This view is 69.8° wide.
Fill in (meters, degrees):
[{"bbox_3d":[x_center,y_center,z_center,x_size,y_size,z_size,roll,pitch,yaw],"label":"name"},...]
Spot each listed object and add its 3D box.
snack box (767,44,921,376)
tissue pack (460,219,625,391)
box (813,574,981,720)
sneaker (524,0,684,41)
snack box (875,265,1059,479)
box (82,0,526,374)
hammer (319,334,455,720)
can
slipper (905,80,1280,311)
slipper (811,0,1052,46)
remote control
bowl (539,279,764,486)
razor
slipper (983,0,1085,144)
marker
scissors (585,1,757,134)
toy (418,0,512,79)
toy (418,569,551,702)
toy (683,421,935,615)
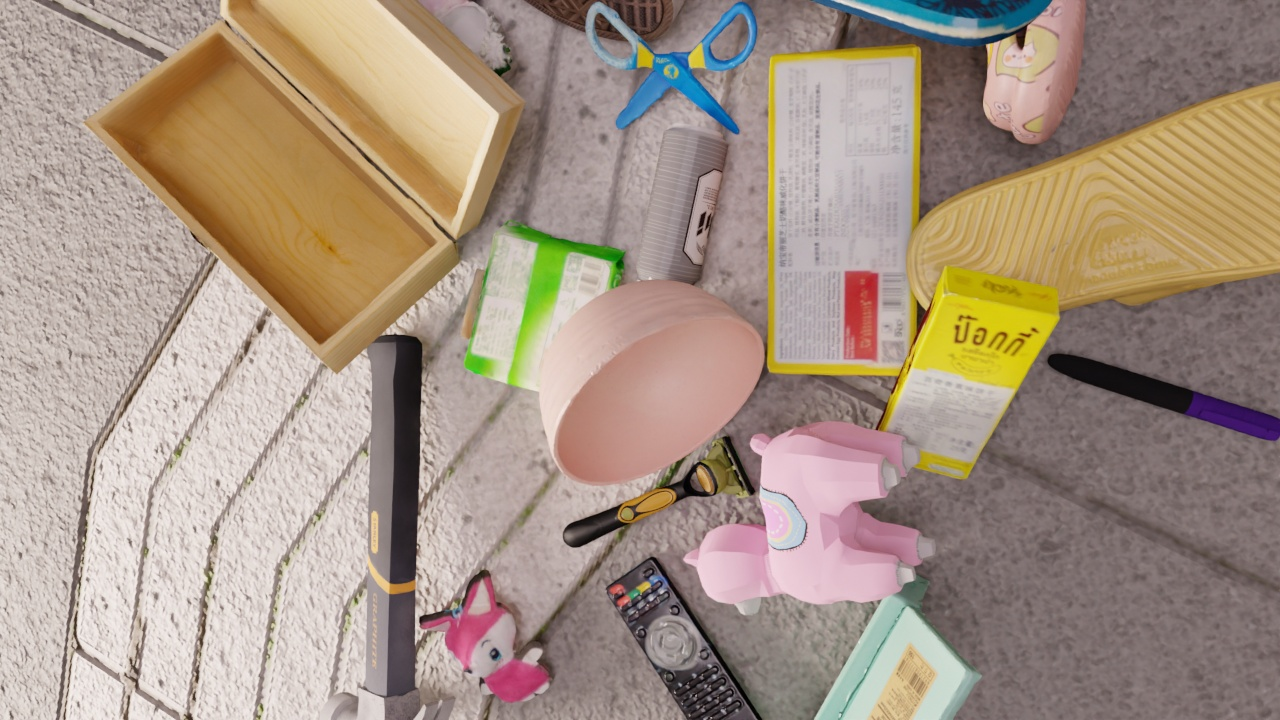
[{"bbox_3d":[0.128,-0.091,0.581,0.092,0.042,0.200,1,95,15],"label":"snack box"},{"bbox_3d":[-0.069,-0.033,0.644,0.099,0.034,0.114,16,98,10],"label":"tissue pack"},{"bbox_3d":[0.130,0.229,0.560,0.055,0.138,0.187,26,100,4],"label":"box"},{"bbox_3d":[-0.068,-0.307,0.604,0.245,0.091,0.097,31,76,7],"label":"sneaker"},{"bbox_3d":[0.184,0.012,0.535,0.061,0.025,0.149,13,139,7],"label":"snack box"},{"bbox_3d":[-0.225,-0.160,0.634,0.247,0.118,0.253,43,114,6],"label":"box"},{"bbox_3d":[-0.186,0.137,0.675,0.140,0.035,0.312,-1,88,43],"label":"hammer"},{"bbox_3d":[0.027,-0.099,0.607,0.044,0.044,0.106,14,98,14],"label":"can"},{"bbox_3d":[0.284,-0.082,0.520,0.264,0.078,0.099,-15,90,16],"label":"slipper"},{"bbox_3d":[0.093,-0.259,0.508,0.118,0.060,0.295,-40,59,-17],"label":"slipper"},{"bbox_3d":[0.031,0.207,0.645,0.045,0.021,0.140,-37,80,14],"label":"remote control"},{"bbox_3d":[-0.003,0.003,0.584,0.153,0.153,0.076,-43,56,14],"label":"bowl"},{"bbox_3d":[0.007,0.100,0.643,0.144,0.021,0.044,-26,88,18],"label":"razor"},{"bbox_3d":[0.213,-0.225,0.526,0.082,0.093,0.197,6,96,25],"label":"slipper"},{"bbox_3d":[0.314,0.021,0.552,0.134,0.018,0.015,19,119,13],"label":"marker"},{"bbox_3d":[0.020,-0.190,0.593,0.127,0.013,0.126,40,131,-13],"label":"scissors"},{"bbox_3d":[-0.138,-0.230,0.644,0.096,0.041,0.109,-19,83,16],"label":"toy"},{"bbox_3d":[-0.111,0.212,0.671,0.065,0.050,0.102,-41,89,10],"label":"toy"},{"bbox_3d":[0.099,0.103,0.579,0.158,0.067,0.123,-8,97,35],"label":"toy"}]
